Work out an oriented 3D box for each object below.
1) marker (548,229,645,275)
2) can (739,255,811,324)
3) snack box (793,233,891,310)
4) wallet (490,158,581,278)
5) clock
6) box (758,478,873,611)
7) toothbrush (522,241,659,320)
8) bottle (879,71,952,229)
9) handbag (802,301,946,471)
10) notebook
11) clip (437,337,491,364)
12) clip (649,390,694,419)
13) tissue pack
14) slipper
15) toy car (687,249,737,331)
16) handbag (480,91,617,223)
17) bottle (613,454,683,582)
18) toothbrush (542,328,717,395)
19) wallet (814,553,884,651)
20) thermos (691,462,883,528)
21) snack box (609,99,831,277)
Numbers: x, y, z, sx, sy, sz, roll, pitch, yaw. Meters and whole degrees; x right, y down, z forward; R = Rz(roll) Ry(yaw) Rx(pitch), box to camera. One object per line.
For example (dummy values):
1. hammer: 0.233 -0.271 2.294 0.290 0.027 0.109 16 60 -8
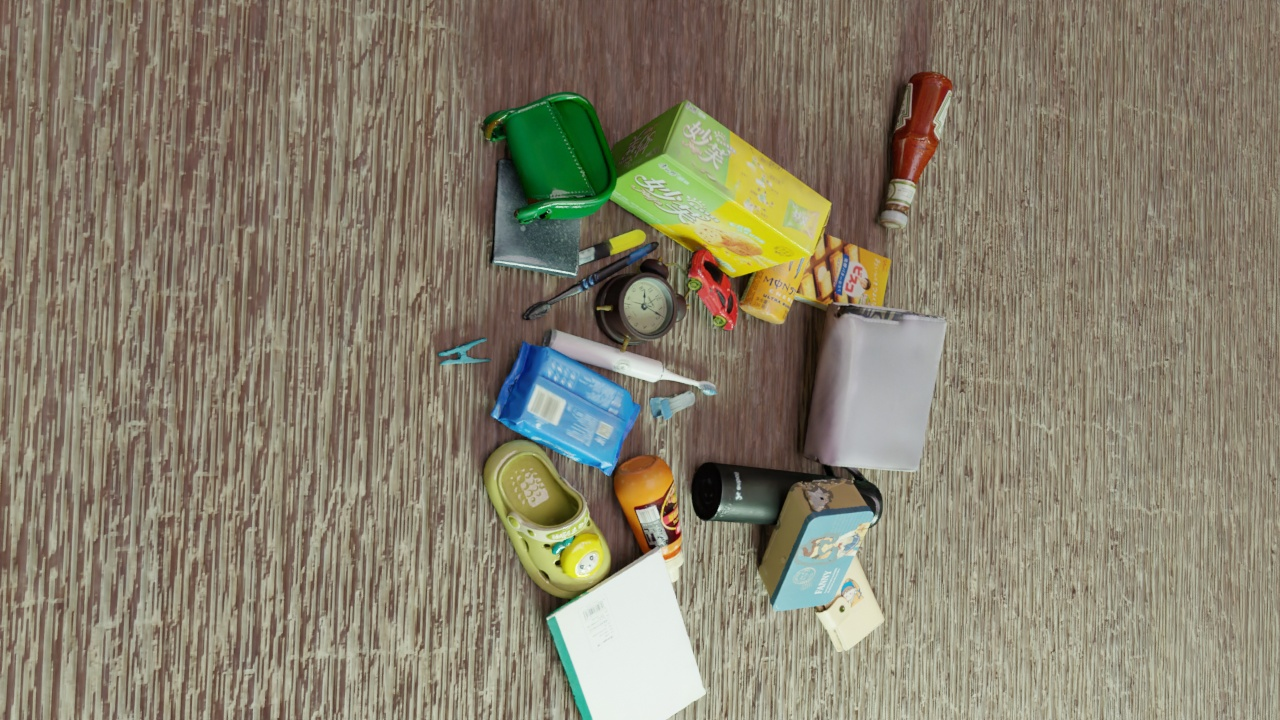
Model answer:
1. marker: -0.050 -0.120 1.026 0.124 0.015 0.018 -23 95 -22
2. can: 0.171 -0.119 1.099 0.058 0.058 0.146 23 88 -24
3. snack box: 0.249 -0.106 1.164 0.140 0.034 0.087 17 83 -27
4. wallet: -0.111 -0.153 0.986 0.097 0.019 0.120 8 75 -27
5. clock: 0.006 -0.065 1.029 0.121 0.055 0.082 -36 104 -24
6. box: 0.200 0.220 1.074 0.089 0.059 0.185 -4 128 -18
7. toothbrush: -0.051 -0.090 1.024 0.189 0.016 0.014 -31 109 -24
8. bottle: 0.357 -0.274 1.205 0.059 0.060 0.206 19 85 -25
9. handbag: 0.280 0.032 1.128 0.144 0.098 0.197 5 98 -27
10. notebook: -0.012 0.328 1.014 0.150 0.012 0.209 -26 114 -24
11. clip: -0.184 -0.007 0.958 0.055 0.014 0.039 -11 94 -28
12. clip: 0.040 0.050 1.067 0.058 0.045 0.027 -18 96 -31
13. tissue pack: -0.078 0.052 0.985 0.157 0.052 0.094 30 70 -23
14. slipper: -0.094 0.171 0.965 0.091 0.082 0.190 -35 102 -20
15. toy car: 0.089 -0.080 1.067 0.106 0.031 0.049 55 38 -35
16. handbag: -0.094 -0.211 0.966 0.120 0.068 0.131 -17 86 -21
17. bottle: 0.017 0.183 1.032 0.066 0.067 0.149 -23 106 -25
18. toothbrush: -0.006 0.006 1.039 0.220 0.026 0.027 17 122 -25
19. wallet: 0.260 0.306 1.170 0.087 0.024 0.115 -30 104 -22
20. thermos: 0.179 0.158 1.115 0.242 0.069 0.089 8 53 -28
21. snack box: 0.078 -0.179 1.009 0.210 0.158 0.070 29 73 -23
